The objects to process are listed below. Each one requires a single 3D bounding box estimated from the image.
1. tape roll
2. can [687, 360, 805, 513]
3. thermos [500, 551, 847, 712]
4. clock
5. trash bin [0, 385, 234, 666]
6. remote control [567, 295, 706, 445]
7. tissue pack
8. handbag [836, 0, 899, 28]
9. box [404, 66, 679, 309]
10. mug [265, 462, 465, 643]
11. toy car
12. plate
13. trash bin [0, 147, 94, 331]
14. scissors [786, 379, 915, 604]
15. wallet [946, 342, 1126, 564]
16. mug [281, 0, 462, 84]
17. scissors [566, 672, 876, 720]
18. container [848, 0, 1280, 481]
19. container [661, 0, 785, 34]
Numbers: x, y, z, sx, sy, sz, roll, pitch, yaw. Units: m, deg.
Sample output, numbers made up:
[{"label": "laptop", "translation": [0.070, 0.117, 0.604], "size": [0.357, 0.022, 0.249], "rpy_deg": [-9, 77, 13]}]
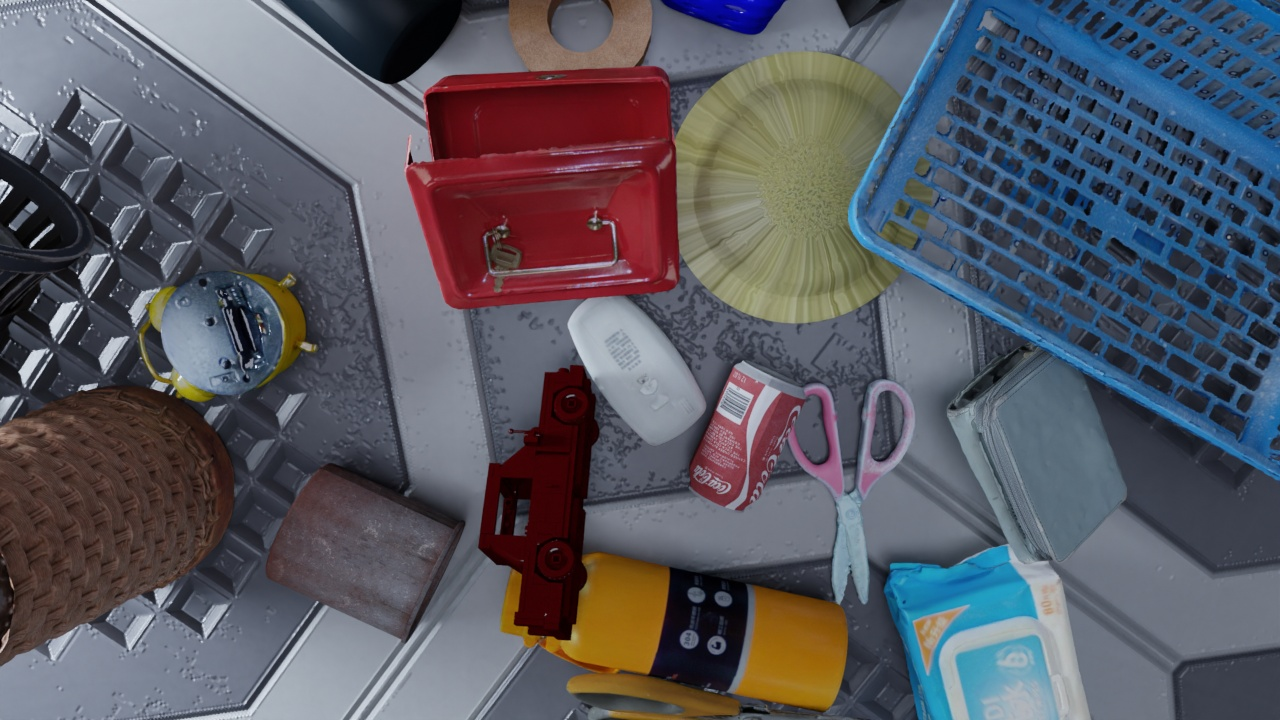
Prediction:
[{"label": "tape roll", "translation": [-0.039, -0.224, 0.607], "size": [0.094, 0.027, 0.094], "rpy_deg": [0, 98, 0]}, {"label": "can", "translation": [0.072, 0.053, 0.634], "size": [0.054, 0.054, 0.096], "rpy_deg": [23, 98, -3]}, {"label": "thermos", "translation": [0.019, 0.191, 0.642], "size": [0.232, 0.076, 0.091], "rpy_deg": [12, 93, -2]}, {"label": "clock", "translation": [-0.286, -0.017, 0.624], "size": [0.119, 0.057, 0.083], "rpy_deg": [-15, 98, 2]}, {"label": "trash bin", "translation": [-0.369, 0.105, 0.566], "size": [0.151, 0.210, 0.151], "rpy_deg": [0, 99, 0]}, {"label": "remote control", "translation": [-0.004, 0.004, 0.640], "size": [0.060, 0.028, 0.114], "rpy_deg": [-37, 96, 6]}, {"label": "tissue pack", "translation": [0.252, 0.231, 0.655], "size": [0.117, 0.066, 0.209], "rpy_deg": [-16, 96, 1]}, {"label": "handbag", "translation": [0.131, -0.304, 0.509], "size": [0.072, 0.195, 0.176], "rpy_deg": [-28, 97, 4]}, {"label": "box", "translation": [-0.055, -0.113, 0.585], "size": [0.157, 0.126, 0.137], "rpy_deg": [-4, 135, -2]}, {"label": "mug", "translation": [-0.192, 0.141, 0.640], "size": [0.110, 0.096, 0.123], "rpy_deg": [29, 128, 1]}, {"label": "toy car", "translation": [-0.065, 0.091, 0.601], "size": [0.062, 0.070, 0.169], "rpy_deg": [2, 67, 5]}, {"label": "plate", "translation": [0.110, -0.116, 0.617], "size": [0.184, 0.036, 0.184], "rpy_deg": [0, 98, 0]}, {"label": "trash bin", "translation": [-0.487, -0.026, 0.577], "size": [0.164, 0.164, 0.228], "rpy_deg": [38, 100, -5]}, {"label": "scissors", "translation": [0.164, 0.098, 0.660], "size": [0.101, 0.016, 0.178], "rpy_deg": [-11, 98, 2]}, {"label": "wallet", "translation": [0.271, 0.062, 0.624], "size": [0.100, 0.054, 0.131], "rpy_deg": [-32, 99, -22]}, {"label": "mug", "translation": [-0.161, -0.247, 0.585], "size": [0.094, 0.085, 0.121], "rpy_deg": [43, 67, -6]}, {"label": "scissors", "translation": [0.064, 0.249, 0.641], "size": [0.229, 0.016, 0.114], "rpy_deg": [3, 143, 9]}, {"label": "container", "translation": [0.322, -0.094, 0.571], "size": [0.362, 0.089, 0.257], "rpy_deg": [29, 83, -4]}, {"label": "container", "translation": [0.059, -0.257, 0.557], "size": [0.084, 0.113, 0.085], "rpy_deg": [18, 98, -4]}]
